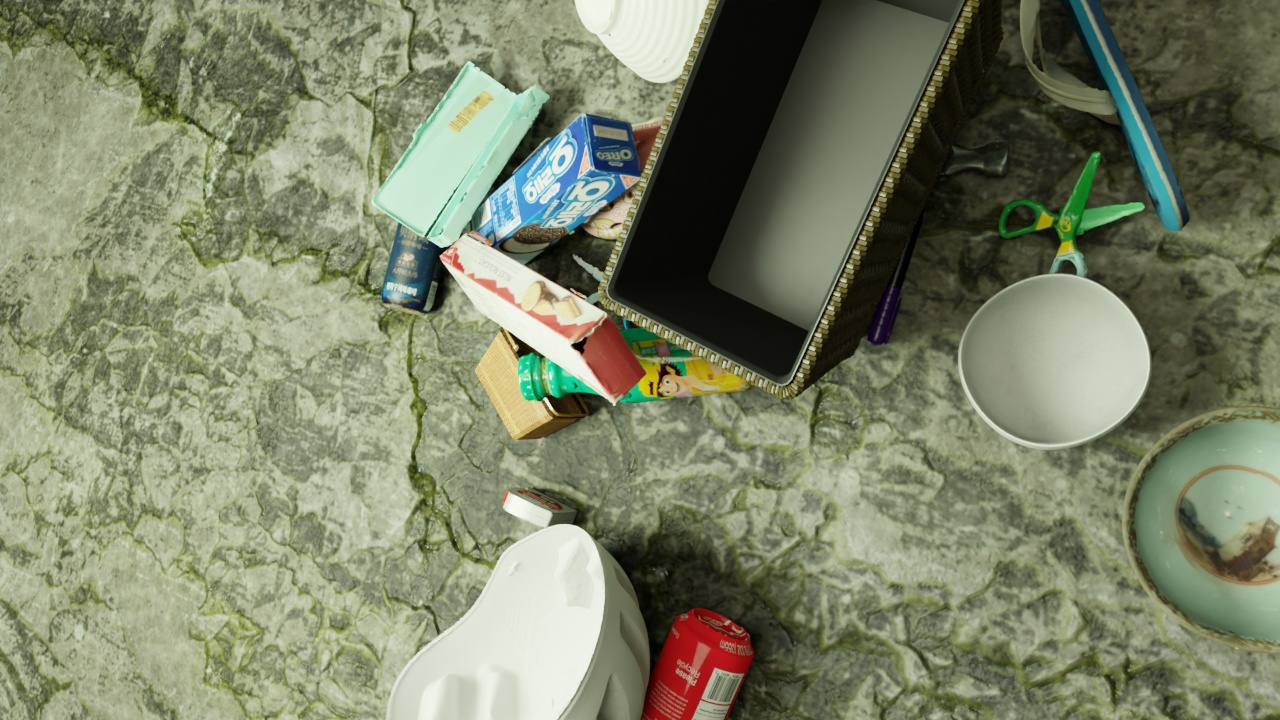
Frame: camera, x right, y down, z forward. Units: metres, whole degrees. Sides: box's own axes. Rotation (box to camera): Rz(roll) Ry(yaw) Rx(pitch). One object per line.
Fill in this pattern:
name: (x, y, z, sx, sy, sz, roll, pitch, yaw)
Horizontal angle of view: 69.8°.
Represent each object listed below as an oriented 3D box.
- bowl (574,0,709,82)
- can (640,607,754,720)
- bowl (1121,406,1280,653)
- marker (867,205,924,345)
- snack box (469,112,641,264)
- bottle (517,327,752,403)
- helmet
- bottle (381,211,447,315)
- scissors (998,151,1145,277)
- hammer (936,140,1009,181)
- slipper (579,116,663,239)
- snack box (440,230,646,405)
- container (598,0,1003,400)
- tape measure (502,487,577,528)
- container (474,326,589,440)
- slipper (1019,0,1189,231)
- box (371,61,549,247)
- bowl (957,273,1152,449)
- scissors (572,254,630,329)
bowl: (-0.015, -0.347, 0.858, 0.177, 0.070, 0.177, 37, 136, 46)
can: (0.041, 0.293, 0.798, 0.074, 0.074, 0.142, 25, 93, 25)
bowl: (0.422, 0.116, 0.640, 0.160, 0.093, 0.159, -4, 81, 24)
marker: (0.225, -0.077, 0.799, 0.018, 0.015, 0.134, 18, 90, -3)
snack box: (-0.089, -0.154, 0.872, 0.227, 0.059, 0.059, -27, 68, 49)
bottle: (-0.005, 0.005, 0.833, 0.210, 0.068, 0.068, -7, 80, 7)
helmet: (-0.096, 0.275, 0.789, 0.283, 0.183, 0.224, -65, 30, 17)
bottle: (-0.236, -0.130, 0.990, 0.056, 0.056, 0.160, 13, 88, 25)
scissors: (0.337, -0.099, 0.718, 0.128, 0.012, 0.121, -7, 102, 62)
hammer: (0.261, -0.321, 0.809, 0.133, 0.033, 0.333, 2, 83, 25)
slipper: (0.003, -0.181, 0.867, 0.198, 0.081, 0.093, -19, 77, 30)
snack box: (-0.094, -0.046, 0.811, 0.044, 0.077, 0.273, -42, 37, -13)
container: (0.138, -0.157, 0.715, 0.176, 0.204, 0.321, 28, 106, 23)
tape measure: (-0.101, 0.144, 0.890, 0.060, 0.062, 0.020, 22, 92, 21)
container: (-0.112, 0.025, 0.913, 0.061, 0.063, 0.114, -41, 69, 22)
slipper: (0.344, -0.229, 0.718, 0.060, 0.118, 0.294, -25, 81, 31)
box: (-0.183, -0.215, 0.939, 0.110, 0.078, 0.187, 34, 81, -3)
bowl: (0.321, 0.003, 0.716, 0.132, 0.064, 0.131, -3, 83, 24)
scissors: (-0.019, -0.078, 0.911, 0.127, 0.014, 0.129, 38, 102, 28)
